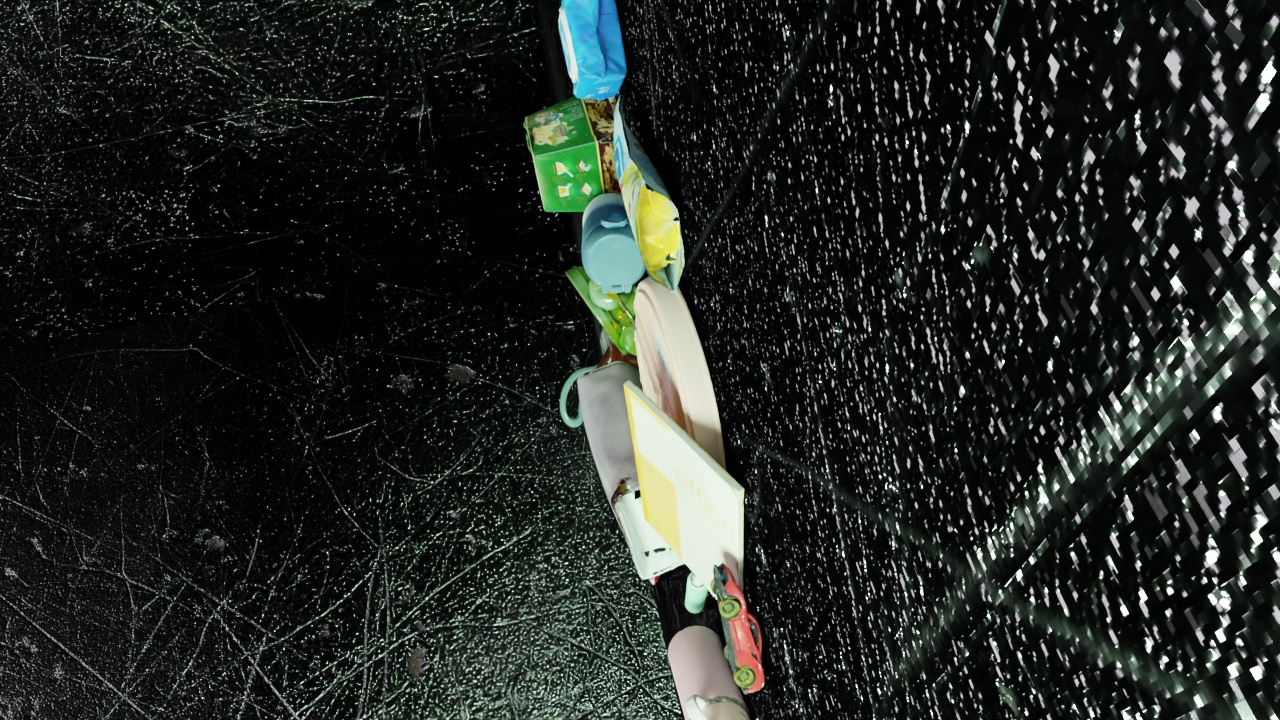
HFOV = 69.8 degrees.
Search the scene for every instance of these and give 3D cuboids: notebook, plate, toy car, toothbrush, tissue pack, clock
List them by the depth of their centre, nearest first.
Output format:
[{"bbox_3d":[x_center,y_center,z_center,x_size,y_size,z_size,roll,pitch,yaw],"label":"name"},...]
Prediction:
[{"bbox_3d":[0.079,0.215,0.745,0.049,0.031,0.106,-126,21,-79],"label":"toy car"},{"bbox_3d":[0.040,0.125,0.789,0.146,0.010,0.207,43,154,35],"label":"notebook"},{"bbox_3d":[0.030,0.031,0.833,0.229,0.028,0.229,167,91,-81],"label":"plate"},{"bbox_3d":[-0.049,-0.308,0.894,0.157,0.052,0.095,-128,27,-81],"label":"tissue pack"},{"bbox_3d":[-0.026,-0.063,1.029,0.116,0.056,0.161,54,180,-25],"label":"clock"},{"bbox_3d":[0.068,0.268,1.090,0.225,0.027,0.026,86,158,-64],"label":"toothbrush"}]

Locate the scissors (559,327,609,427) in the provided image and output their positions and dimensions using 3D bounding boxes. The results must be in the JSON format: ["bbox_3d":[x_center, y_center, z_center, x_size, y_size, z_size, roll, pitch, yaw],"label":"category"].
[{"bbox_3d":[-0.037,0.043,1.389,0.172,0.178,0.019,-60,22,-13],"label":"scissors"}]

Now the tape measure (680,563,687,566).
[{"bbox_3d":[0.051,0.206,1.049,0.058,0.039,0.057,-134,33,-82],"label":"tape measure"}]

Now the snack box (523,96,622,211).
[{"bbox_3d":[-0.070,-0.229,1.039,0.118,0.105,0.118,82,175,-49],"label":"snack box"}]

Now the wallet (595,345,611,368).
[{"bbox_3d":[-0.035,-0.007,1.282,0.124,0.032,0.101,-59,9,8],"label":"wallet"}]

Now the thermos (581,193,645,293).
[{"bbox_3d":[-0.027,-0.123,0.917,0.220,0.070,0.070,-100,0,-72],"label":"thermos"}]

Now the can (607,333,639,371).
[{"bbox_3d":[-0.007,0.007,1.163,0.147,0.058,0.057,84,174,-51],"label":"can"}]

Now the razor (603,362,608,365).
[{"bbox_3d":[0.002,0.057,1.139,0.143,0.022,0.043,52,171,-10],"label":"razor"}]

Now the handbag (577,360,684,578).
[{"bbox_3d":[0.002,0.111,1.001,0.145,0.098,0.196,59,-172,-40],"label":"handbag"}]

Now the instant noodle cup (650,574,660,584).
[{"bbox_3d":[0.024,0.190,1.201,0.194,0.066,0.194,168,92,-85],"label":"instant noodle cup"}]

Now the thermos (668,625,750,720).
[{"bbox_3d":[0.068,0.353,0.977,0.087,0.067,0.198,48,-176,-12],"label":"thermos"}]

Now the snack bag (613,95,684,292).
[{"bbox_3d":[0.001,-0.146,0.790,0.190,0.039,0.110,-106,-5,-53],"label":"snack bag"}]
